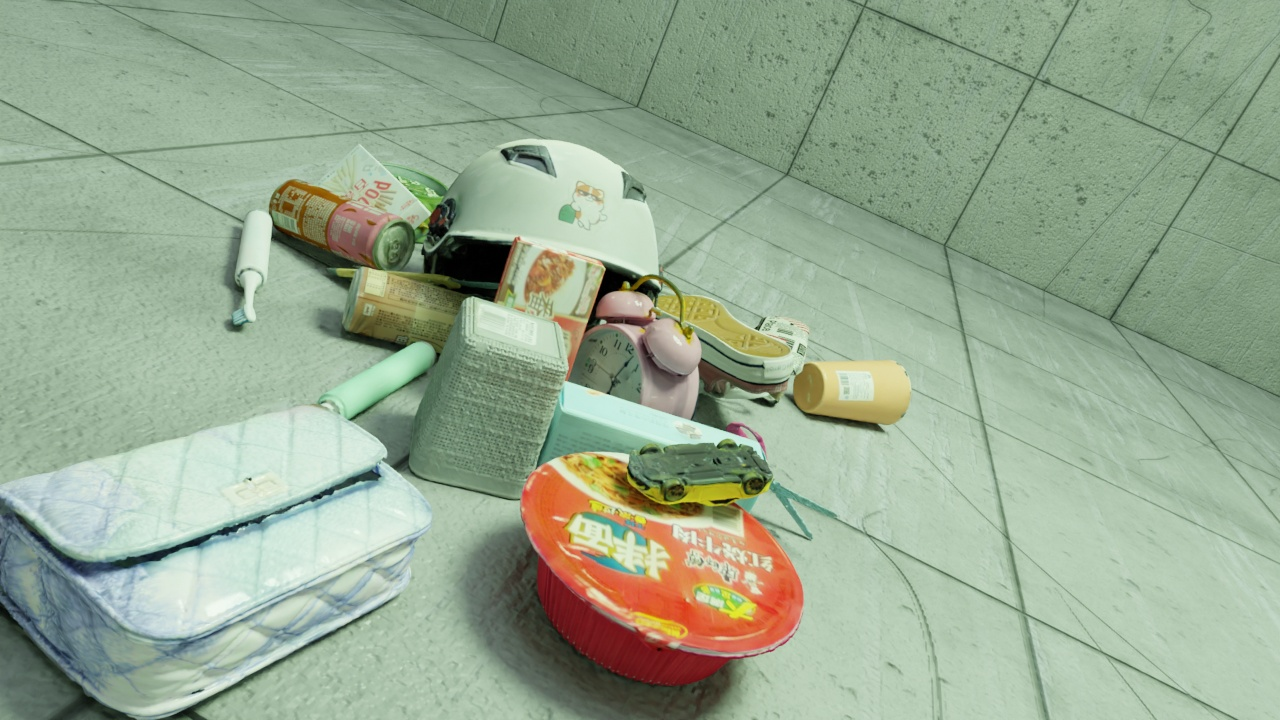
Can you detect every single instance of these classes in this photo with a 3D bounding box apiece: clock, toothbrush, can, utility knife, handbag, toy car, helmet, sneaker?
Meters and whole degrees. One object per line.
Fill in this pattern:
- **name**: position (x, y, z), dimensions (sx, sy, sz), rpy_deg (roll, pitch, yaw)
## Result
- **clock**: position (-0.005, 0.005, 0.768), dimensions (0.059, 0.159, 0.117), rpy_deg (7, 25, -44)
- **toothbrush**: position (-0.345, -0.085, 0.816), dimensions (0.026, 0.027, 0.221), rpy_deg (-25, 35, -4)
- **can**: position (-0.200, -0.041, 0.815), dimensions (0.116, 0.059, 0.058), rpy_deg (15, 23, -21)
- **can**: position (-0.296, -0.133, 0.906), dimensions (0.147, 0.058, 0.057), rpy_deg (22, 20, 22)
- **toothbrush**: position (-0.214, 0.027, 0.687), dimensions (0.027, 0.026, 0.224), rpy_deg (-13, 13, 18)
- **utility knife**: position (-0.200, -0.076, 0.845), dimensions (0.221, 0.022, 0.031), rpy_deg (1, -12, 26)
- **handbag**: position (-0.211, 0.088, 0.480), dimensions (0.134, 0.076, 0.193), rpy_deg (31, 22, 20)
- **toy car**: position (0.040, 0.080, 0.633), dimensions (0.105, 0.032, 0.048), rpy_deg (0, 30, -23)
- **helmet**: position (-0.089, -0.132, 0.887), dimensions (0.230, 0.156, 0.275), rpy_deg (12, -13, -19)
- **sneaker**: position (0.070, -0.005, 0.966), dimensions (0.118, 0.088, 0.241), rpy_deg (-7, 24, -29)
- **clock**: position (-0.267, -0.180, 1.075), dimensions (0.161, 0.056, 0.115), rpy_deg (33, 25, 23)

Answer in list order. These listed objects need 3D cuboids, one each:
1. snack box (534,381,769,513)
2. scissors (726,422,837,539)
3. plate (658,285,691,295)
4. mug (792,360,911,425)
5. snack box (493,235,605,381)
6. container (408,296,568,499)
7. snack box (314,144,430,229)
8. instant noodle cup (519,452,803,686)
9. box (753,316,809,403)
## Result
- **snack box**: position (0.006, 0.081, 0.713), dimensions (0.174, 0.074, 0.051), rpy_deg (18, 24, -12)
- **scissors**: position (0.107, 0.098, 0.769), dimensions (0.133, 0.130, 0.017), rpy_deg (23, 54, 37)
- **plate**: position (0.049, -0.047, 1.129), dimensions (0.179, 0.024, 0.179), rpy_deg (19, 24, -9)
- **mug**: position (0.243, 0.035, 1.068), dimensions (0.122, 0.078, 0.078), rpy_deg (4, 28, -30)
- **snack box**: position (-0.088, -0.018, 0.743), dimensions (0.075, 0.153, 0.025), rpy_deg (16, 13, -16)
- **container**: position (-0.109, 0.025, 0.676), dimensions (0.090, 0.114, 0.090), rpy_deg (17, 23, -18)
- **snack box**: position (-0.296, -0.169, 0.988), dimensions (0.157, 0.084, 0.027), rpy_deg (42, -7, 39)
- **instant noodle cup**: position (0.006, 0.139, 0.593), dimensions (0.194, 0.066, 0.193), rpy_deg (19, 23, -9)
- **box**: position (0.161, -0.017, 1.069), dimensions (0.075, 0.083, 0.163), rpy_deg (44, 27, -4)
